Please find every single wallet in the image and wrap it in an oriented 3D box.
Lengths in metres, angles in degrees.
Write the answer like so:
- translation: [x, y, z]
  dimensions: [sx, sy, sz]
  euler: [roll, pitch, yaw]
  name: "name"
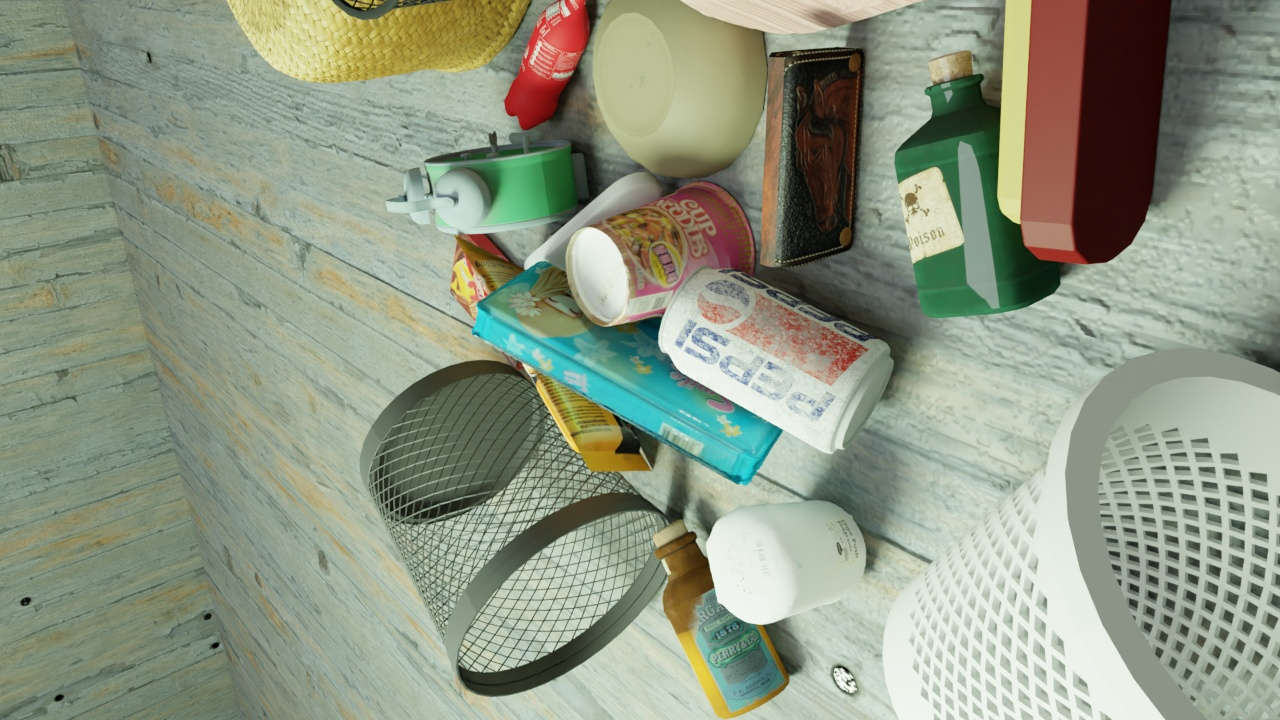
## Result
- translation: [0.102, -0.121, 0.547]
  dimensions: [0.019, 0.072, 0.123]
  euler: [22, 122, 45]
  name: "wallet"

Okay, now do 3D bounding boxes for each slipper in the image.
- translation: [0.105, -0.231, 0.493]
  dimensions: [0.198, 0.093, 0.081]
  euler: [10, 94, 47]
  name: "slipper"

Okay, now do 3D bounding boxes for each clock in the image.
- translation: [-0.130, -0.145, 0.752]
  dimensions: [0.122, 0.161, 0.075]
  euler: [14, 118, 47]
  name: "clock"

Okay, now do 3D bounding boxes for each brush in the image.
- translation: [0.197, -0.131, 0.412]
  dimensions: [0.042, 0.082, 0.173]
  euler: [17, 119, 47]
  name: "brush"

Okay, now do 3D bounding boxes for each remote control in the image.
- translation: [-0.038, -0.100, 0.711]
  dimensions: [0.137, 0.043, 0.013]
  euler: [-35, 64, 30]
  name: "remote control"

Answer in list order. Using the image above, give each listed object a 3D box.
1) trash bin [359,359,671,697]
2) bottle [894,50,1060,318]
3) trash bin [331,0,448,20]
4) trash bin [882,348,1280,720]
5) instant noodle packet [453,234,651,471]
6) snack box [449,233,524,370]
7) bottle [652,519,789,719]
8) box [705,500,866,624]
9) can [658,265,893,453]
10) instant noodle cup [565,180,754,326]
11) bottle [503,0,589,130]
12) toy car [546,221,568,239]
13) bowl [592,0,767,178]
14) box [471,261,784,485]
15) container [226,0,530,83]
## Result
- translation: [-0.122, 0.141, 0.840]
  dimensions: [0.227, 0.217, 0.218]
  euler: [46, 137, 35]
  name: "trash bin"
- translation: [0.172, -0.093, 0.479]
  dimensions: [0.061, 0.061, 0.131]
  euler: [-3, 104, 50]
  name: "bottle"
- translation: [-0.091, -0.321, 0.582]
  dimensions: [0.184, 0.209, 0.184]
  euler: [26, 125, 43]
  name: "trash bin"
- translation: [0.223, 0.129, 0.432]
  dimensions: [0.195, 0.195, 0.200]
  euler: [56, 151, 18]
  name: "trash bin"
- translation: [-0.069, -0.001, 0.773]
  dimensions: [0.032, 0.159, 0.220]
  euler: [-34, 75, 11]
  name: "instant noodle packet"
- translation: [-0.146, -0.065, 0.926]
  dimensions: [0.133, 0.021, 0.089]
  euler: [46, 138, 29]
  name: "snack box"
- translation: [0.057, 0.207, 0.757]
  dimensions: [0.068, 0.067, 0.157]
  euler: [-41, 73, 51]
  name: "bottle"
- translation: [0.088, 0.145, 0.663]
  dimensions: [0.142, 0.140, 0.083]
  euler: [-28, 69, 38]
  name: "box"
- translation: [0.086, -0.004, 0.593]
  dimensions: [0.136, 0.078, 0.078]
  euler: [30, 129, 23]
  name: "can"
- translation: [0.010, -0.072, 0.655]
  dimensions: [0.098, 0.108, 0.098]
  euler: [25, 124, 43]
  name: "instant noodle cup"
- translation: [-0.070, -0.244, 0.732]
  dimensions: [0.042, 0.041, 0.142]
  euler: [58, 142, 16]
  name: "bottle"
- translation: [-0.029, -0.080, 0.762]
  dimensions: [0.113, 0.039, 0.039]
  euler: [40, 155, 33]
  name: "toy car"
- translation: [0.014, -0.200, 0.638]
  dimensions: [0.152, 0.050, 0.152]
  euler: [26, 125, 43]
  name: "bowl"
- translation: [-0.004, 0.004, 0.659]
  dimensions: [0.227, 0.093, 0.041]
  euler: [28, 127, 14]
  name: "box"
- translation: [-0.236, -0.383, 0.754]
  dimensions: [0.307, 0.196, 0.307]
  euler: [26, 127, 41]
  name: "container"
